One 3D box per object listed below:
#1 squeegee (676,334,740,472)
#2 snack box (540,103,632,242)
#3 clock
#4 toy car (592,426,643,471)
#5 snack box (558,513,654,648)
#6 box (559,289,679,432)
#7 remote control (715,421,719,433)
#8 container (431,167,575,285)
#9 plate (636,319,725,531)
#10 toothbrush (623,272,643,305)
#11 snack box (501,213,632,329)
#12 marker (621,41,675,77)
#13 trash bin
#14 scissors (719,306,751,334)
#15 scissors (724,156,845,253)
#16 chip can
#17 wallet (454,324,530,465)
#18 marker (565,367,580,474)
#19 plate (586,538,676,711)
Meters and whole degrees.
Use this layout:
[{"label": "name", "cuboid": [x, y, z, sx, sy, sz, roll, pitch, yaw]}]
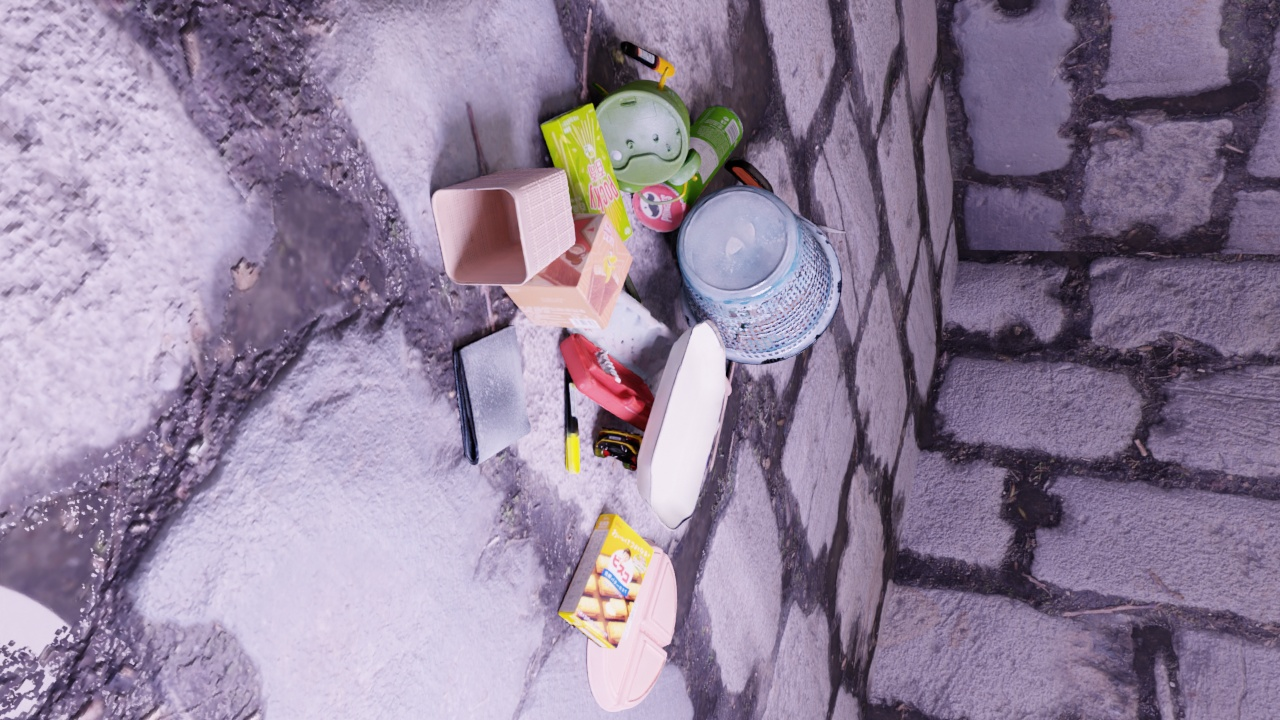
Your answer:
[{"label": "squeegee", "cuboid": [0.102, 0.018, 1.379, 0.249, 0.040, 0.247, 43, 56, -56]}, {"label": "snack box", "cuboid": [-0.056, -0.196, 1.011, 0.085, 0.026, 0.156, -47, 125, -55]}, {"label": "clock", "cuboid": [0.007, -0.252, 1.066, 0.056, 0.116, 0.161, -68, 147, -49]}, {"label": "toy car", "cuboid": [-0.004, 0.116, 1.150, 0.156, 0.071, 0.041, 39, 63, -61]}, {"label": "snack box", "cuboid": [-0.039, 0.269, 1.123, 0.087, 0.034, 0.140, 49, 47, -32]}, {"label": "box", "cuboid": [-0.007, 0.003, 1.089, 0.201, 0.100, 0.102, 37, 24, -58]}, {"label": "remote control", "cuboid": [0.061, 0.130, 1.293, 0.149, 0.058, 0.021, -59, 140, -43]}, {"label": "container", "cuboid": [-0.121, -0.130, 0.861, 0.110, 0.090, 0.090, -44, 132, -56]}, {"label": "plate", "cuboid": [0.050, 0.075, 1.127, 0.162, 0.034, 0.265, 54, 47, -54]}, {"label": "toothbrush", "cuboid": [-0.026, -0.114, 1.133, 0.017, 0.012, 0.186, -61, 145, -29]}, {"label": "snack box", "cuboid": [-0.075, -0.093, 0.949, 0.077, 0.093, 0.094, 55, 47, -51]}, {"label": "marker", "cuboid": [0.009, -0.380, 1.158, 0.123, 0.015, 0.018, -2, 95, -60]}, {"label": "trash bin", "cuboid": [0.140, -0.124, 1.188, 0.195, 0.227, 0.226, 38, 60, -70]}, {"label": "scissors", "cuboid": [0.143, -0.108, 1.447, 0.169, 0.019, 0.181, -49, 129, -49]}, {"label": "scissors", "cuboid": [0.193, -0.216, 1.330, 0.221, 0.234, 0.021, 46, 70, -38]}, {"label": "chip can", "cuboid": [0.068, -0.261, 1.226, 0.235, 0.072, 0.072, -57, 142, -43]}, {"label": "wallet", "cuboid": [-0.147, 0.032, 0.915, 0.097, 0.019, 0.121, -33, 122, -60]}, {"label": "marker", "cuboid": [-0.080, 0.070, 1.056, 0.018, 0.015, 0.124, -15, 105, -62]}, {"label": "plate", "cuboid": [-0.004, 0.357, 1.236, 0.229, 0.028, 0.229, -16, 109, -61]}]
